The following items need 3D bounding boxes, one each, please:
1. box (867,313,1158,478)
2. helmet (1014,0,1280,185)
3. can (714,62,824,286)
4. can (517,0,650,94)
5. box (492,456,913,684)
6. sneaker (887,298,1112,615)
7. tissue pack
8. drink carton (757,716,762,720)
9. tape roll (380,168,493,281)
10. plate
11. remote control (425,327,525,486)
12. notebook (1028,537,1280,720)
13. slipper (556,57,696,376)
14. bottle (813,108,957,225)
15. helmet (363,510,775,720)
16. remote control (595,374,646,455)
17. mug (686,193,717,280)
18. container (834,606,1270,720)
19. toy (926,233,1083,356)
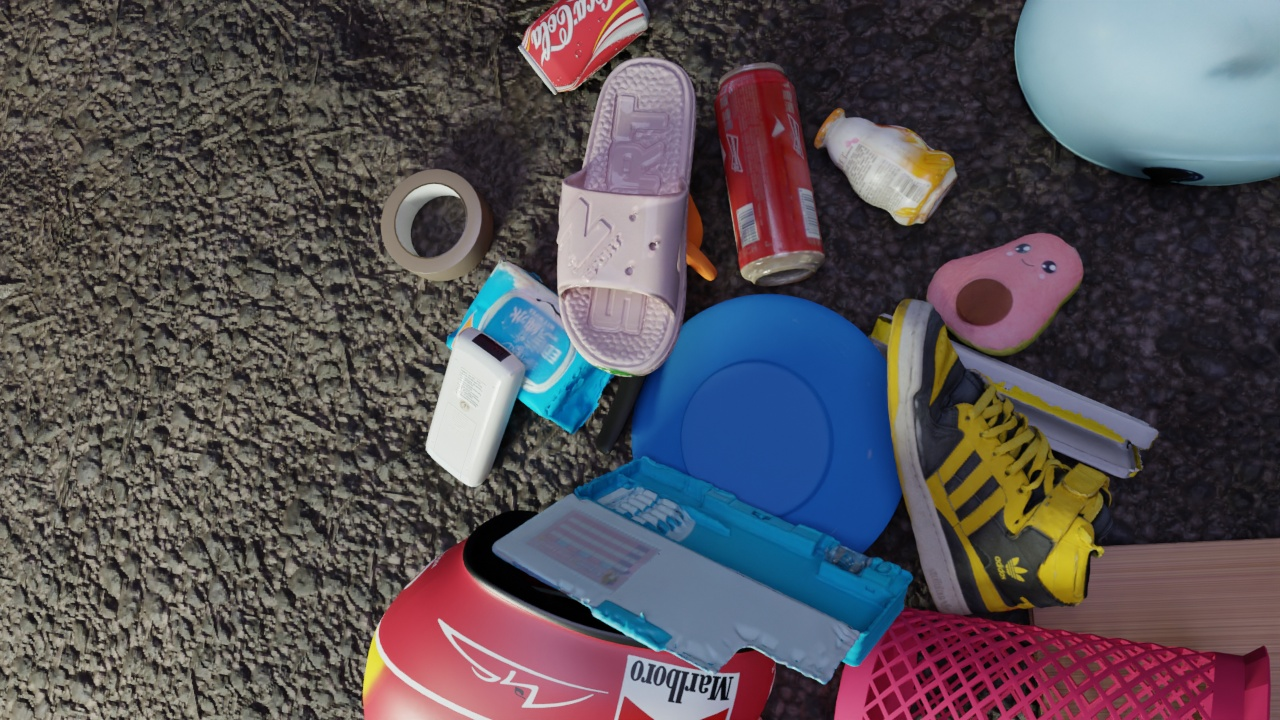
[{"bbox_3d":[0.266,0.025,0.679,0.210,0.065,0.045,24,105,14],"label":"box"},{"bbox_3d":[0.404,-0.242,0.638,0.266,0.166,0.225,4,93,22],"label":"helmet"},{"bbox_3d":[0.102,-0.147,0.734,0.067,0.067,0.170,-10,81,10],"label":"can"},{"bbox_3d":[-0.048,-0.282,0.786,0.105,0.064,0.064,-38,77,4],"label":"can"},{"bbox_3d":[0.041,0.139,0.604,0.227,0.181,0.039,21,115,30],"label":"box"},{"bbox_3d":[0.244,0.068,0.617,0.122,0.085,0.239,-6,111,29],"label":"sneaker"},{"bbox_3d":[-0.085,-0.015,0.757,0.144,0.061,0.093,34,91,15],"label":"tissue pack"},{"bbox_3d":[0.098,0.314,0.684,0.038,0.044,0.129,-36,78,5],"label":"drink carton"},{"bbox_3d":[-0.179,-0.119,0.807,0.094,0.030,0.093,-2,82,12],"label":"tape roll"},{"bbox_3d":[0.089,0.060,0.699,0.225,0.024,0.224,-1,88,27],"label":"plate"},{"bbox_3d":[-0.137,0.040,0.745,0.060,0.025,0.139,35,126,16],"label":"remote control"},{"bbox_3d":[0.392,0.215,0.647,0.211,0.022,0.169,-5,81,11],"label":"notebook"},{"bbox_3d":[-0.011,-0.110,0.654,0.094,0.064,0.239,5,82,12],"label":"slipper"},{"bbox_3d":[0.190,-0.155,0.719,0.109,0.063,0.063,38,91,14],"label":"bottle"},{"bbox_3d":[-0.058,0.242,0.643,0.271,0.197,0.225,16,101,4],"label":"helmet"},{"bbox_3d":[-0.004,0.004,0.748,0.020,0.041,0.152,21,86,-11],"label":"remote control"},{"bbox_3d":[0.018,-0.103,0.730,0.112,0.096,0.077,41,91,14],"label":"mug"},{"bbox_3d":[0.252,0.246,0.584,0.226,0.183,0.183,7,83,32],"label":"container"},{"bbox_3d":[0.277,-0.055,0.691,0.110,0.051,0.090,-35,52,-7],"label":"toy"}]
